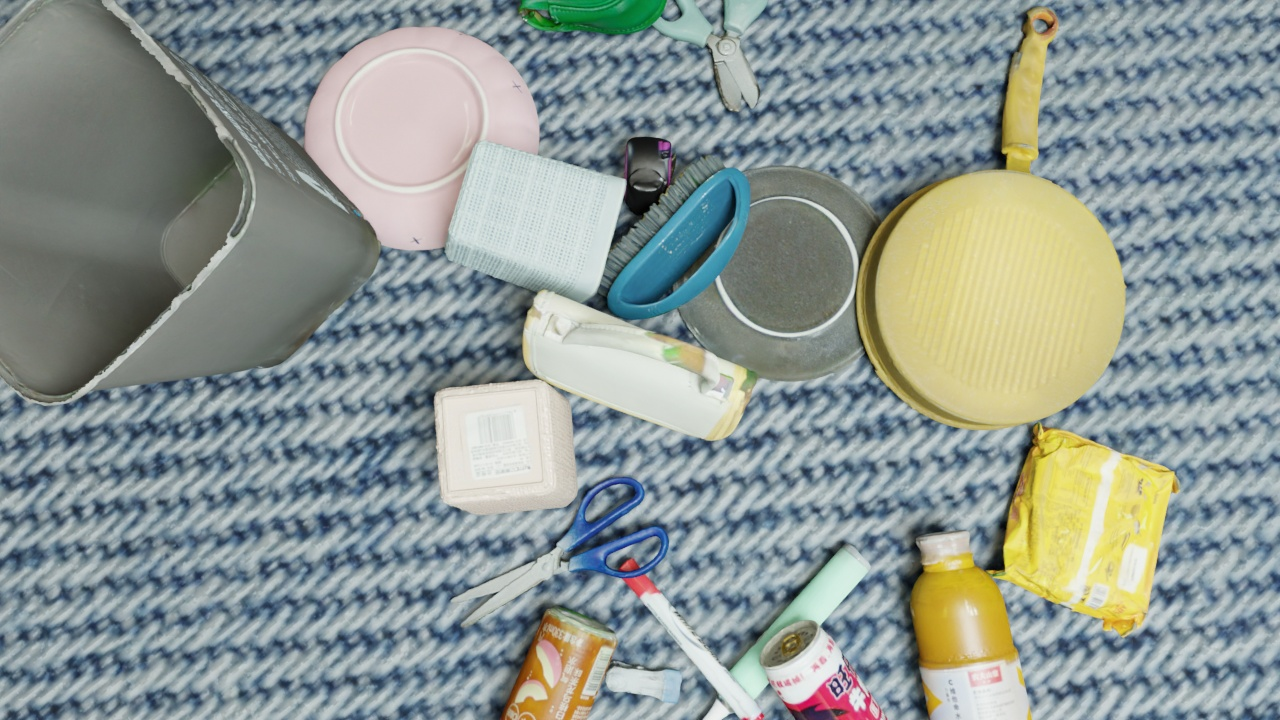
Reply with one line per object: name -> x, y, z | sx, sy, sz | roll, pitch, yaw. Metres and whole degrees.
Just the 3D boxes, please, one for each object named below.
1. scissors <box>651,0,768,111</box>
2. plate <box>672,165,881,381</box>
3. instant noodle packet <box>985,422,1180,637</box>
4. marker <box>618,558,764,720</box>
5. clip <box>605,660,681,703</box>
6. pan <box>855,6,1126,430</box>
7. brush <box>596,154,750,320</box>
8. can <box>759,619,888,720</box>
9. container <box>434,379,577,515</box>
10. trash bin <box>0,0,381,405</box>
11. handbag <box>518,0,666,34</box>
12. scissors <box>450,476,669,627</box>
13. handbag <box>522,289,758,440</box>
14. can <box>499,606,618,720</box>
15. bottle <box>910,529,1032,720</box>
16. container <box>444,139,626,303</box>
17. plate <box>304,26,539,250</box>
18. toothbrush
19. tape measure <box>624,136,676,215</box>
scissors -> 0.049, -0.279, 0.761 | 0.143, 0.019, 0.180 | -6, 82, -1
plate -> 0.114, -0.072, 0.721 | 0.179, 0.024, 0.179 | 0, 81, 1
instant noodle packet -> 0.324, 0.124, 0.674 | 0.111, 0.044, 0.128 | 21, 78, 11
marker -> 0.035, 0.203, 0.663 | 0.017, 0.017, 0.145 | -42, 69, -6
clip -> 0.002, 0.235, 0.673 | 0.057, 0.032, 0.025 | 12, 83, -1
pan -> 0.286, -0.121, 0.715 | 0.197, 0.078, 0.357 | 16, 87, -3
brush -> 0.031, -0.085, 0.692 | 0.144, 0.055, 0.073 | -46, 59, 6
can -> 0.139, 0.248, 0.636 | 0.053, 0.053, 0.133 | -35, 95, -5
container -> -0.096, 0.063, 0.657 | 0.090, 0.111, 0.090 | -5, 80, 0
trash bin -> -0.310, -0.092, 0.619 | 0.199, 0.219, 0.199 | -43, 82, 7
handbag -> -0.036, -0.330, 0.738 | 0.120, 0.068, 0.131 | 2, 82, 22
scissors -> -0.056, 0.157, 0.681 | 0.133, 0.012, 0.172 | 30, 77, 23
handbag -> -0.004, 0.004, 0.632 | 0.163, 0.179, 0.063 | 21, 84, 4
can -> -0.069, 0.253, 0.651 | 0.058, 0.058, 0.147 | 22, 81, 4
bottle -> 0.232, 0.216, 0.647 | 0.068, 0.068, 0.189 | -9, 80, -1
container -> -0.081, -0.101, 0.681 | 0.111, 0.090, 0.090 | 16, 82, -13
plate -> -0.179, -0.186, 0.736 | 0.192, 0.039, 0.192 | 0, 80, 1
toothbrush -> 0.086, 0.223, 0.670 | 0.224, 0.026, 0.027 | -46, 58, -6
tape measure -> 0.008, -0.146, 0.717 | 0.039, 0.057, 0.057 | 2, 70, 1
